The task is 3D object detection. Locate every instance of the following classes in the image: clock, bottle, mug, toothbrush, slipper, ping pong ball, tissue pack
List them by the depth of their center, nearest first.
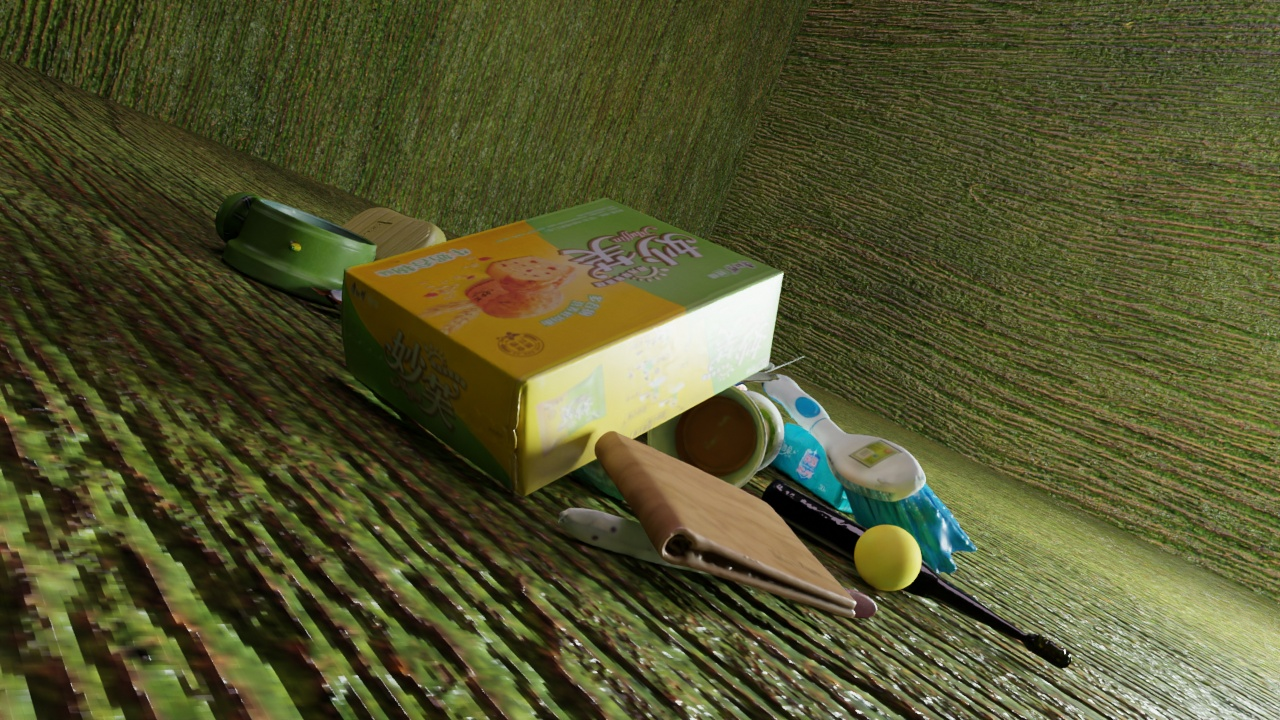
[{"bbox_3d":[0.043,0.100,0.452,0.187,0.016,0.017,21,-2,-24],"label":"toothbrush"},{"bbox_3d":[0.153,0.122,0.568,0.040,0.040,0.040,23,5,-2],"label":"ping pong ball"},{"bbox_3d":[0.171,0.136,0.593,0.213,0.026,0.027,27,-17,32],"label":"toothbrush"},{"bbox_3d":[0.053,0.055,0.659,0.078,0.078,0.122,24,1,11],"label":"mug"},{"bbox_3d":[-0.286,-0.094,0.765,0.161,0.056,0.116,27,6,41],"label":"clock"},{"bbox_3d":[0.092,0.059,0.823,0.068,0.068,0.197,24,2,7],"label":"bottle"},{"bbox_3d":[0.188,0.103,0.859,0.093,0.050,0.133,19,6,-30],"label":"tissue pack"},{"bbox_3d":[-0.241,-0.090,0.871,0.191,0.091,0.082,15,-42,49],"label":"slipper"}]

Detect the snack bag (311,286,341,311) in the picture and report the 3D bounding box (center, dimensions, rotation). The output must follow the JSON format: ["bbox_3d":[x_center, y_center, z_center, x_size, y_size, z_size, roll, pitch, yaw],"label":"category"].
[{"bbox_3d":[-0.206,-0.040,0.725,0.045,0.026,0.105,30,10,32],"label":"snack bag"}]

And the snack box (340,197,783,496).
[{"bbox_3d":[-0.041,-0.023,0.537,0.158,0.070,0.209,28,37,35],"label":"snack box"}]

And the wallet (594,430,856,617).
[{"bbox_3d":[0.039,0.079,0.445,0.115,0.020,0.101,24,11,-27],"label":"wallet"}]

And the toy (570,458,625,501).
[{"bbox_3d":[-0.029,0.057,0.518,0.092,0.030,0.096,20,11,23],"label":"toy"}]

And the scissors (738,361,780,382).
[{"bbox_3d":[-0.008,-0.010,0.683,0.234,0.022,0.148,-15,51,-29],"label":"scissors"}]

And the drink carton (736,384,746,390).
[{"bbox_3d":[0.060,0.036,0.969,0.045,0.053,0.122,25,5,36],"label":"drink carton"}]

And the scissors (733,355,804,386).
[{"bbox_3d":[0.083,0.022,0.853,0.174,0.162,0.012,78,-11,-85],"label":"scissors"}]

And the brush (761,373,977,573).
[{"bbox_3d":[0.166,0.077,0.745,0.109,0.060,0.314,60,-2,-8],"label":"brush"}]
